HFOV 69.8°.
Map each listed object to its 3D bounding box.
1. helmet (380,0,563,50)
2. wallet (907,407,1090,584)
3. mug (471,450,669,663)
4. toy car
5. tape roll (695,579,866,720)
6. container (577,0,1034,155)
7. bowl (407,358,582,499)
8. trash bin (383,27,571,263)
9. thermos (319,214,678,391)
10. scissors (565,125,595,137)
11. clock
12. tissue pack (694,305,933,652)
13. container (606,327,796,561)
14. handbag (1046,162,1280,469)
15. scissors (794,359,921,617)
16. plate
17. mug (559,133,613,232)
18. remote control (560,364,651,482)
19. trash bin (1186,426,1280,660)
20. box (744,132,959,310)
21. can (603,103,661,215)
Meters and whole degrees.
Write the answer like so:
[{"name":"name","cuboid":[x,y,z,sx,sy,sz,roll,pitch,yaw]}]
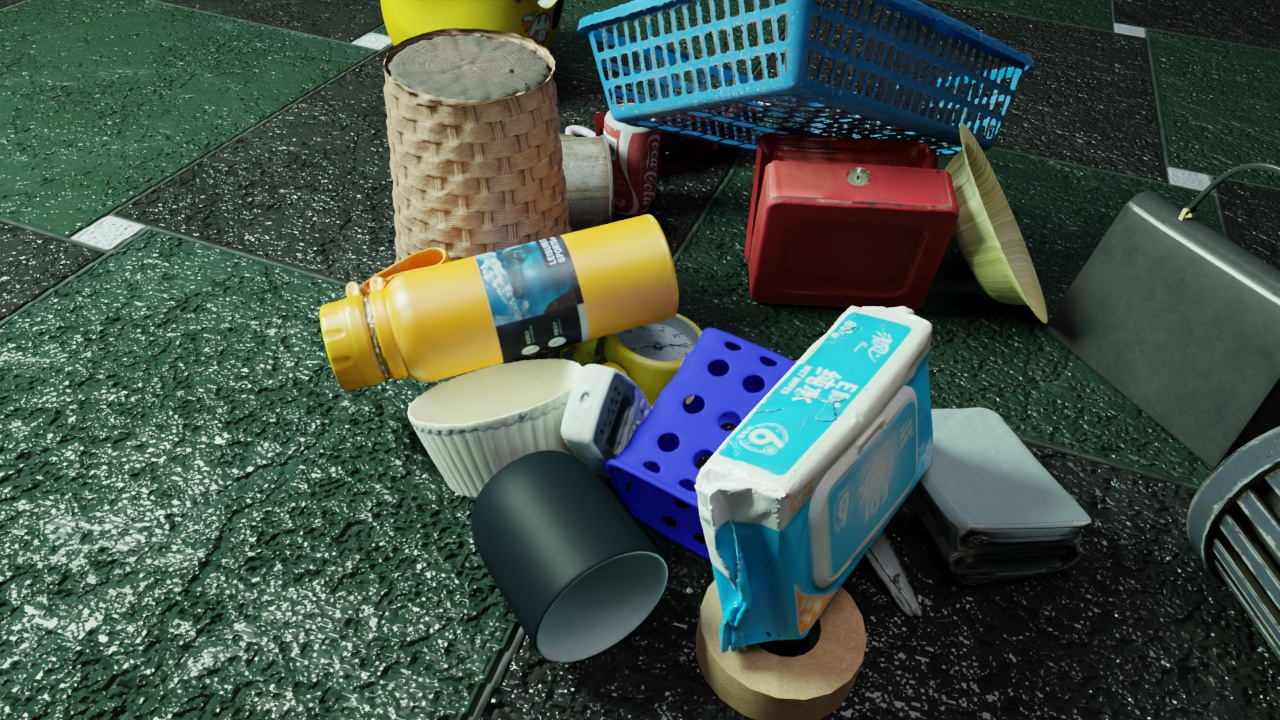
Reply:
[{"name":"helmet","cuboid":[-0.192,-0.394,1.081,0.209,0.140,0.239,18,29,16]},{"name":"wallet","cuboid":[0.221,0.083,0.612,0.100,0.054,0.131,3,37,-14]},{"name":"mug","cuboid":[-0.032,0.110,0.541,0.121,0.085,0.094,7,30,-44]},{"name":"toy car","cuboid":[0.039,-0.241,0.973,0.169,0.062,0.070,-17,45,-24]},{"name":"tape roll","cuboid":[0.079,0.158,0.525,0.094,0.027,0.093,2,40,-2]},{"name":"container","cuboid":[0.154,-0.244,0.826,0.361,0.089,0.258,-1,5,-43]},{"name":"bowl","cuboid":[-0.087,0.047,0.596,0.115,0.062,0.115,-10,17,3]},{"name":"trash bin","cuboid":[-0.120,-0.126,0.706,0.151,0.211,0.151,3,41,-2]},{"name":"thermos","cuboid":[-0.097,-0.040,0.635,0.232,0.076,0.091,-15,31,-10]},{"name":"scissors","cuboid":[-0.064,-0.202,0.955,0.101,0.016,0.178,-12,42,-19]},{"name":"clock","cuboid":[-0.004,0.004,0.678,0.118,0.057,0.083,-6,41,-21]},{"name":"tissue pack","cuboid":[0.103,0.062,0.520,0.066,0.117,0.208,18,43,36]},{"name":"container","cuboid":[0.048,0.053,0.577,0.084,0.085,0.113,25,65,24]},{"name":"handbag","cuboid":[0.422,-0.055,0.680,0.072,0.196,0.175,-13,43,-20]},{"name":"scissors","cuboid":[0.140,0.077,0.633,0.113,0.016,0.228,-1,46,-35]},{"name":"plate","cuboid":[0.297,-0.112,0.794,0.036,0.184,0.183,-23,30,29]},{"name":"mug","cuboid":[-0.084,-0.172,0.853,0.110,0.096,0.122,-1,47,-13]},{"name":"remote control","cuboid":[-0.017,0.044,0.590,0.028,0.114,0.060,10,70,21]},{"name":"trash bin","cuboid":[0.408,0.146,0.474,0.164,0.164,0.227,2,36,-3]},{"name":"box","cuboid":[0.173,-0.109,0.777,0.157,0.137,0.126,1,32,-2]},{"name":"can","cuboid":[-0.009,-0.193,0.883,0.054,0.097,0.054,3,40,-2]}]
